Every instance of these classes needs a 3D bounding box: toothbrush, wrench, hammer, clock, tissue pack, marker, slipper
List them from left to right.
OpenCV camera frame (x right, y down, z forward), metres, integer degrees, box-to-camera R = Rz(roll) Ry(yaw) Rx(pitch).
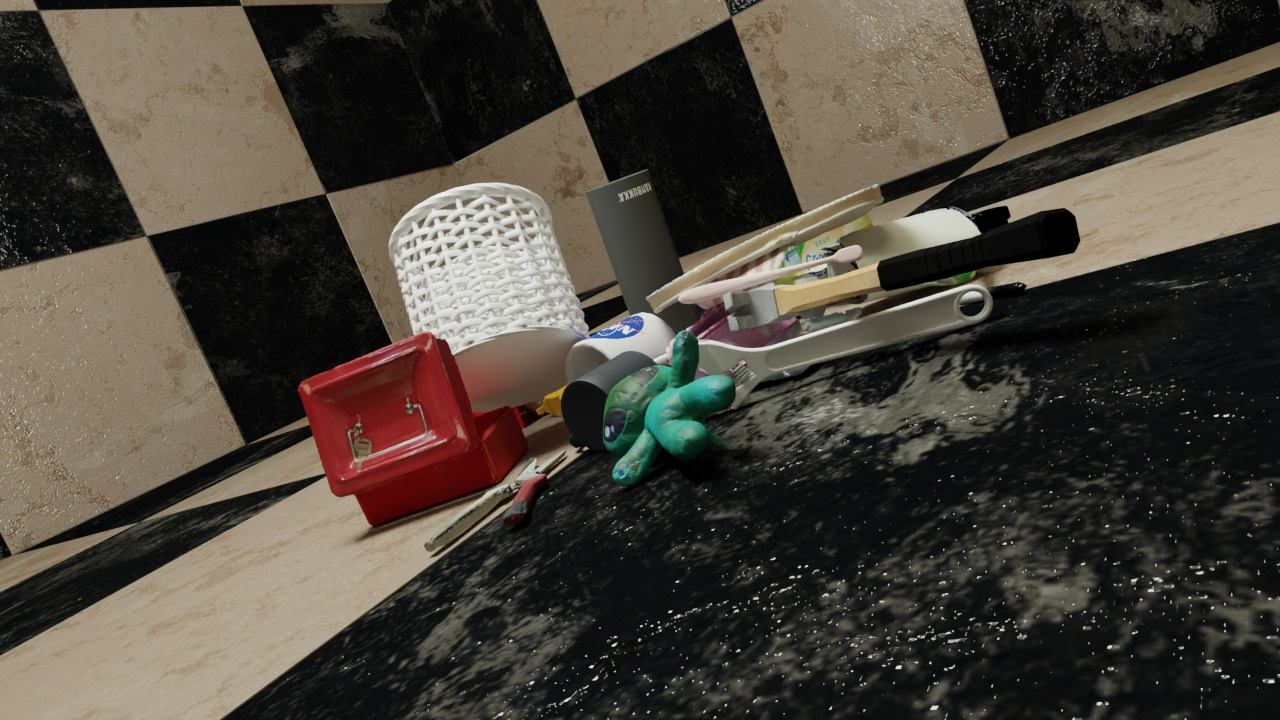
[{"bbox_3d":[-0.066,0.029,1.138,0.129,0.044,0.099,-36,14,-32],"label":"clock"},{"bbox_3d":[0.122,-0.079,0.871,0.181,0.015,0.018,-14,-7,19],"label":"toothbrush"},{"bbox_3d":[0.132,-0.105,0.942,0.263,0.052,0.115,-26,2,2],"label":"slipper"},{"bbox_3d":[0.230,-0.128,1.147,0.197,0.120,0.142,-33,11,-27],"label":"tissue pack"},{"bbox_3d":[0.160,-0.014,0.780,0.273,0.066,0.018,-16,9,10],"label":"wrench"},{"bbox_3d":[0.191,-0.066,0.740,0.131,0.039,0.329,-12,0,-32],"label":"hammer"},{"bbox_3d":[0.292,-0.057,0.857,0.011,0.011,0.152,-27,9,-32],"label":"marker"},{"bbox_3d":[0.378,-0.141,1.065,0.091,0.042,0.121,-25,9,-19],"label":"clock"}]

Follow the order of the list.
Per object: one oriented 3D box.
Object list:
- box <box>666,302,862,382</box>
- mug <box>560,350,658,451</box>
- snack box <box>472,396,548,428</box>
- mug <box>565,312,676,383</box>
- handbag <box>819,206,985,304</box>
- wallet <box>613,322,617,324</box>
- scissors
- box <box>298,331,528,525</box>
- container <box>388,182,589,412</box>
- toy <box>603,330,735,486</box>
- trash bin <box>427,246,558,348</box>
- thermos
[{"bbox_3d":[0.128,-0.016,0.927,0.154,0.067,0.200,13,25,26],"label":"box"},{"bbox_3d":[-0.031,0.047,0.871,0.077,0.071,0.105,-31,-14,-47],"label":"mug"},{"bbox_3d":[-0.166,0.058,1.225,0.152,0.036,0.132,-15,11,41],"label":"snack box"},{"bbox_3d":[-0.006,0.006,0.952,0.089,0.091,0.121,-29,12,-39],"label":"mug"},{"bbox_3d":[0.281,-0.107,0.940,0.151,0.074,0.176,-14,13,-7],"label":"handbag"},{"bbox_3d":[0.000,-0.030,1.271,0.087,0.013,0.120,-4,25,5],"label":"wallet"},{"bbox_3d":[-0.112,0.115,0.788,0.179,0.015,0.185,-26,8,-29],"label":"scissors"},{"bbox_3d":[-0.220,0.075,0.939,0.157,0.156,0.170,-19,-10,11],"label":"box"},{"bbox_3d":[-0.166,-0.065,1.020,0.189,0.186,0.189,-16,-23,-8],"label":"container"},{"bbox_3d":[0.020,0.044,0.725,0.130,0.072,0.194,-61,19,-11],"label":"toy"},{"bbox_3d":[-0.205,-0.040,1.243,0.195,0.195,0.199,-21,18,4],"label":"trash bin"},{"bbox_3d":[0.011,-0.110,1.148,0.082,0.240,0.082,-19,12,4],"label":"thermos"}]
